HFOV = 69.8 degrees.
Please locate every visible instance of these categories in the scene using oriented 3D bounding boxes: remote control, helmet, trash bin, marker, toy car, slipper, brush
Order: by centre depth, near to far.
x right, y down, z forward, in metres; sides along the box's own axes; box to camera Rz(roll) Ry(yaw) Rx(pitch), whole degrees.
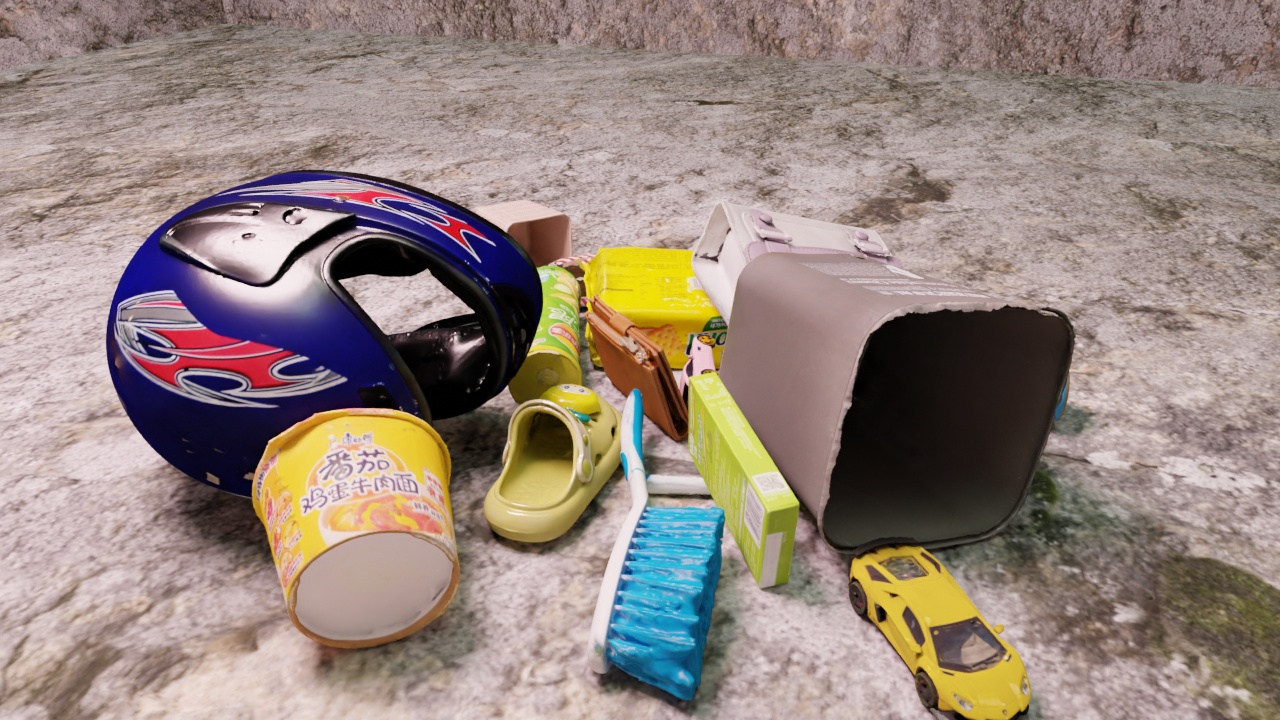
[{"bbox_3d":[0.197,0.177,0.610,0.071,0.041,0.155,-7,31,-14],"label":"toy car"},{"bbox_3d":[0.013,0.113,0.695,0.109,0.061,0.313,2,32,13],"label":"brush"},{"bbox_3d":[-0.254,-0.005,0.728,0.315,0.248,0.239,8,47,7],"label":"helmet"},{"bbox_3d":[0.186,0.013,0.748,0.198,0.199,0.220,0,23,-23],"label":"trash bin"},{"bbox_3d":[-0.067,0.071,0.762,0.092,0.082,0.190,10,32,12],"label":"slipper"},{"bbox_3d":[0.071,0.105,0.765,0.146,0.017,0.016,2,28,1],"label":"marker"},{"bbox_3d":[0.056,0.019,0.886,0.037,0.056,0.122,6,28,-3],"label":"toy car"},{"bbox_3d":[-0.195,-0.034,1.011,0.136,0.024,0.053,-14,32,-26],"label":"remote control"}]

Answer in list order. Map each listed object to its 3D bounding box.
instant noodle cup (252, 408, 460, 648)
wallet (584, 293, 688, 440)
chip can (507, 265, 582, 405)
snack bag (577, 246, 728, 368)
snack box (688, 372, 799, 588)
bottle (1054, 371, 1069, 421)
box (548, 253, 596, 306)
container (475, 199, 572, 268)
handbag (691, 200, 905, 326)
[{"bbox_3d":[-0.187,0.118,0.622,0.138,0.138,0.109,-9,38,-18],"label":"instant noodle cup"},{"bbox_3d":[-0.005,0.005,0.860,0.031,0.108,0.132,-32,38,-16],"label":"wallet"},{"bbox_3d":[-0.096,-0.029,0.954,0.072,0.073,0.221,-1,28,-4],"label":"chip can"},{"bbox_3d":[0.054,-0.061,0.998,0.246,0.068,0.157,2,39,-4],"label":"snack bag"},{"bbox_3d":[0.074,0.087,0.703,0.026,0.086,0.156,-12,38,-13],"label":"snack box"},{"bbox_3d":[0.292,0.015,0.888,0.219,0.065,0.065,7,29,11],"label":"bottle"},{"bbox_3d":[-0.029,-0.086,1.104,0.163,0.081,0.075,-4,-3,-7],"label":"box"},{"bbox_3d":[-0.151,-0.152,1.169,0.089,0.090,0.111,-16,29,-28],"label":"container"},{"bbox_3d":[0.168,-0.082,0.924,0.196,0.099,0.144,5,43,-24],"label":"handbag"}]
